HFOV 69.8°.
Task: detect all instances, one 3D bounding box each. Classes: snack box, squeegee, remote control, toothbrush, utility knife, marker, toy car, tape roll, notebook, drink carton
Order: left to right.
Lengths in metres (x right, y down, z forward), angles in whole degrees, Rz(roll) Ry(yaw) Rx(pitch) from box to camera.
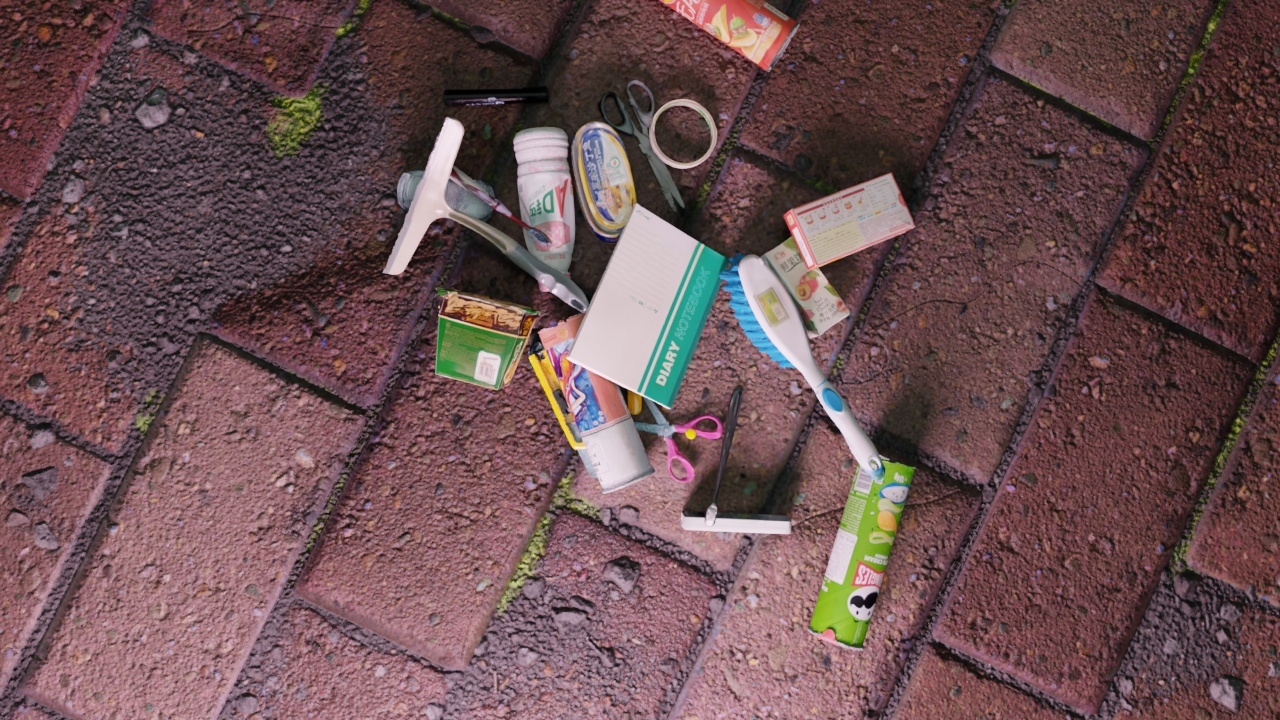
[{"bbox_3d":[-0.243,-0.205,1.149,0.120,0.037,0.054,9,87,-5],"label":"toy car"},{"bbox_3d":[-0.190,-0.024,1.108,0.118,0.117,0.105,13,93,2],"label":"snack box"},{"bbox_3d":[-0.183,-0.193,1.113,0.187,0.017,0.016,37,101,11],"label":"toothbrush"},{"bbox_3d":[-0.182,-0.335,1.161,0.132,0.020,0.022,-3,72,-2],"label":"marker"},{"bbox_3d":[-0.161,-0.134,1.100,0.246,0.039,0.247,32,129,-4],"label":"squeegee"},{"bbox_3d":[-0.091,0.063,1.155,0.033,0.015,0.197,-26,89,-2],"label":"utility knife"},{"bbox_3d":[-0.007,0.007,1.157,0.018,0.015,0.123,-1,83,7],"label":"marker"},{"bbox_3d":[0.014,-0.065,1.121,0.150,0.012,0.209,27,78,-22],"label":"notebook"},{"bbox_3d":[0.054,-0.286,1.161,0.085,0.014,0.086,0,90,-11],"label":"tape roll"},{"bbox_3d":[0.103,0.116,1.130,0.016,0.018,0.180,12,67,6],"label":"toothbrush"},{"bbox_3d":[0.118,0.200,1.136,0.135,0.056,0.019,2,88,0],"label":"remote control"},{"bbox_3d":[0.203,-0.092,1.150,0.053,0.045,0.122,-36,91,-12],"label":"drink carton"},{"bbox_3d":[0.261,-0.173,1.140,0.155,0.027,0.077,-22,87,-19],"label":"snack box"}]

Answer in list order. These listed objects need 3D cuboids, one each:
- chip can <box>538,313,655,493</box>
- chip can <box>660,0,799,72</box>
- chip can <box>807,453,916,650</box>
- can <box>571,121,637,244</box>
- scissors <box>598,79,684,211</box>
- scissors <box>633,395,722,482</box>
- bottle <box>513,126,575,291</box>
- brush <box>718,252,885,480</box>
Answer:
[{"bbox_3d":[-0.054,0.051,1.127,0.071,0.071,0.214,-22,89,-2],"label":"chip can"},{"bbox_3d":[0.091,-0.448,1.144,0.216,0.073,0.073,32,88,0],"label":"chip can"},{"bbox_3d":[0.272,0.231,1.131,0.072,0.072,0.236,17,88,-1],"label":"chip can"},{"bbox_3d":[-0.044,-0.221,1.146,0.074,0.049,0.148,-13,89,-1],"label":"can"},{"bbox_3d":[0.002,-0.269,1.169,0.141,0.014,0.173,8,91,-2],"label":"scissors"},{"bbox_3d":[0.036,0.097,1.158,0.133,0.017,0.124,7,88,3],"label":"scissors"},{"bbox_3d":[-0.116,-0.185,1.137,0.068,0.068,0.197,-5,93,-2],"label":"bottle"},{"bbox_3d":[0.197,0.006,1.119,0.060,0.109,0.314,-30,94,-10],"label":"brush"}]
